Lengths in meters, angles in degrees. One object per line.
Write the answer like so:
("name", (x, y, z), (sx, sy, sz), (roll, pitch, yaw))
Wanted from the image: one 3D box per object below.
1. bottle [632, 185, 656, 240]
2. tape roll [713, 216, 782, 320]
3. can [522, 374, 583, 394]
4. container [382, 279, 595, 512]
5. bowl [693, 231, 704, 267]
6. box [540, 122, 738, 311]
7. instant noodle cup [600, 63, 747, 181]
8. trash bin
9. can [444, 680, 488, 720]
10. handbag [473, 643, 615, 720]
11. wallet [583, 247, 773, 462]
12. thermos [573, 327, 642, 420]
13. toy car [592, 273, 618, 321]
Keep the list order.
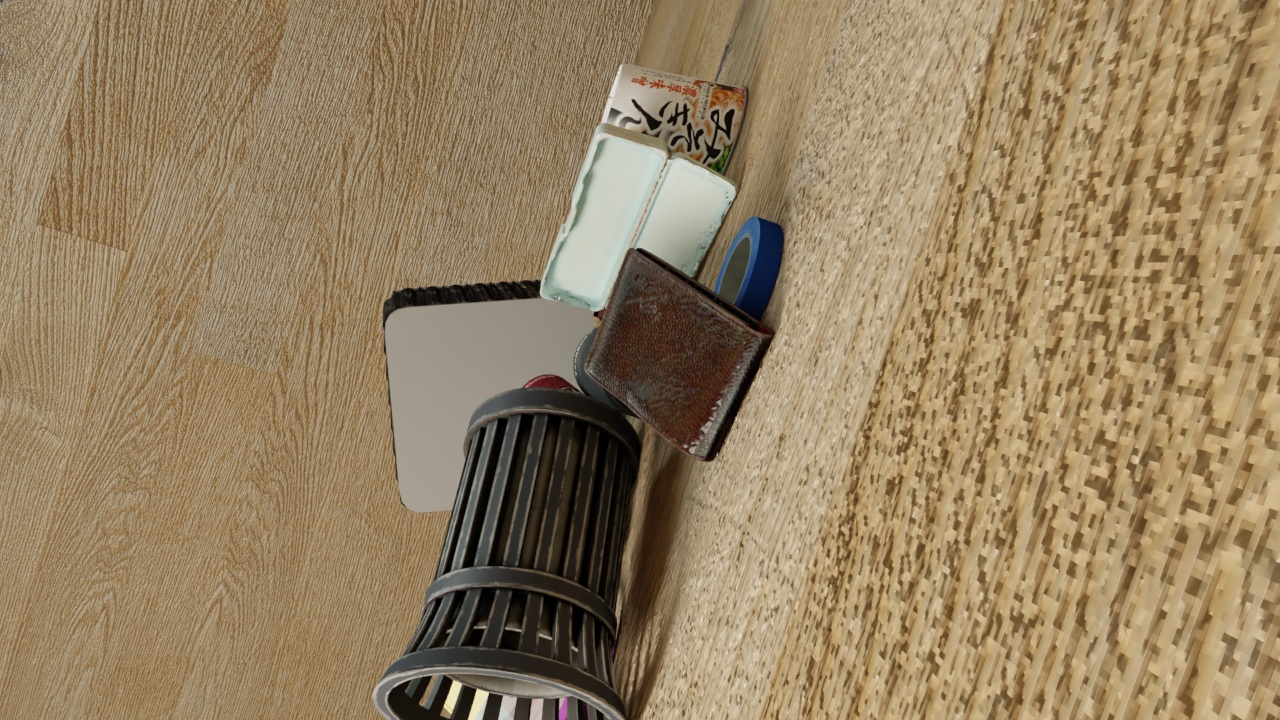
("bottle", (0.016, -0.172, 1.105), (0.141, 0.042, 0.042), (-83, 14, -51))
("tape roll", (0.071, -0.054, 0.635), (0.092, 0.016, 0.092), (-85, 15, -52))
("can", (-0.067, 0.057, 0.827), (0.114, 0.063, 0.063), (32, 106, 56))
("container", (-0.176, 0.034, 1.087), (0.244, 0.245, 0.247), (-153, 59, -77))
("bowl", (0.019, -0.101, 0.922), (0.124, 0.052, 0.124), (-164, 91, -81))
("box", (-0.008, -0.113, 0.844), (0.043, 0.136, 0.198), (-75, 8, -46))
("instant noodle cup", (0.025, -0.231, 0.907), (0.123, 0.121, 0.123), (-164, 91, -81))
("trash bin", (-0.079, 0.146, 0.664), (0.165, 0.164, 0.226), (117, 165, -48))
("can", (-0.132, 0.293, 0.893), (0.100, 0.072, 0.131), (-36, -20, -42))
("handbag", (-0.071, 0.270, 0.725), (0.145, 0.068, 0.170), (23, 86, 56))
("wallet", (0.020, -0.005, 0.600), (0.031, 0.120, 0.099), (-9, -51, -50))
("thermos", (-0.005, 0.005, 0.772), (0.240, 0.082, 0.082), (179, 108, -80))
("toy car", (-0.016, -0.054, 1.015), (0.070, 0.062, 0.170), (-157, 85, -81))
